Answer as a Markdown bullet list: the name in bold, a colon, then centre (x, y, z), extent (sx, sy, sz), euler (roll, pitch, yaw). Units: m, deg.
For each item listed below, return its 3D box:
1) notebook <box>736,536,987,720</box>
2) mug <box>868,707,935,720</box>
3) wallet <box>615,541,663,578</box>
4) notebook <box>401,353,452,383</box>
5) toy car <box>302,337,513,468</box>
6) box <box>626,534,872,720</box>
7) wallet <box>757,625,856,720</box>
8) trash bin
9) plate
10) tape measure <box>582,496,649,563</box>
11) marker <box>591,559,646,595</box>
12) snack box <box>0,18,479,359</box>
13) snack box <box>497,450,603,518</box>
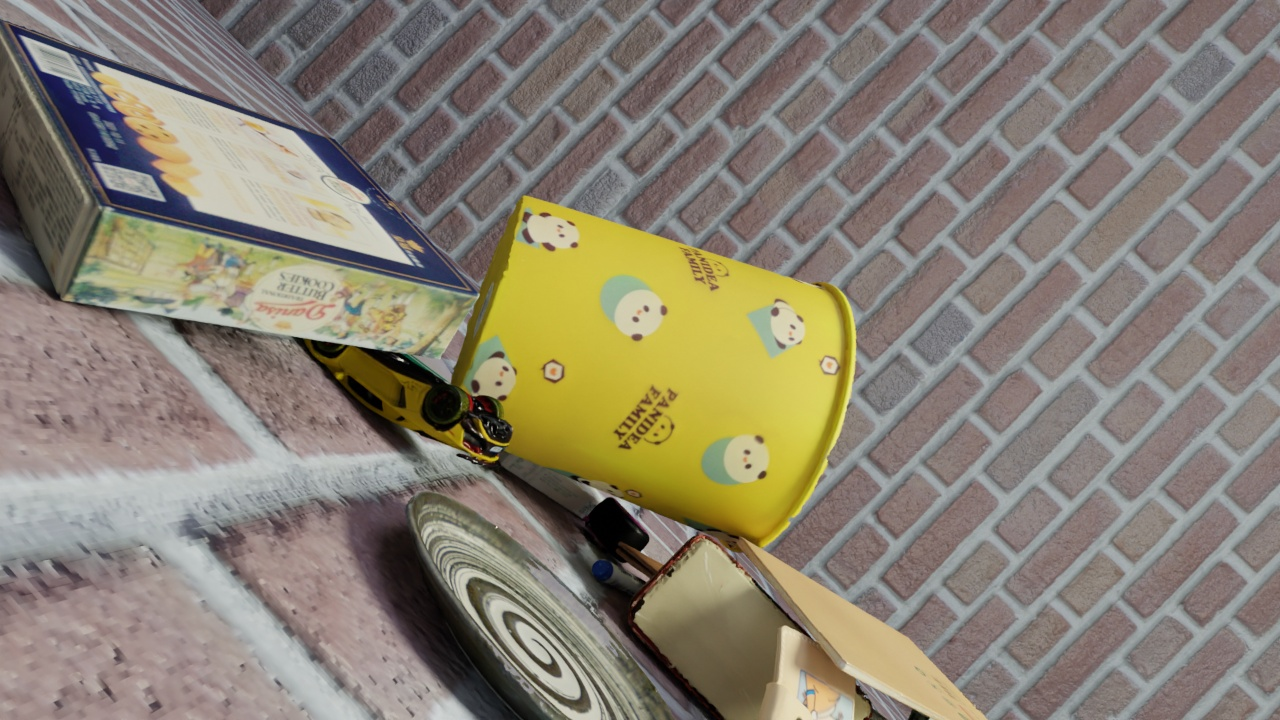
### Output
- **notebook**: centre (0.171, 0.207, 0.657), extent (0.207, 0.008, 0.148), euler (34, 6, -28)
- **mug**: centre (0.177, 0.291, 0.697), extent (0.103, 0.123, 0.084), euler (43, -21, -24)
- **wallet**: centre (0.041, 0.197, 0.768), extent (0.115, 0.020, 0.101), euler (39, -8, -36)
- **notebook**: centre (-0.220, -0.027, 0.774), extent (0.150, 0.012, 0.209), euler (46, -1, 39)
- **toy car**: centre (-0.146, 0.015, 0.563), extent (0.156, 0.041, 0.071), euler (30, -2, 15)
- **box**: centre (0.075, 0.204, 0.637), extent (0.168, 0.091, 0.077), euler (45, -6, 5)
- **wallet**: centre (0.100, 0.227, 0.556), extent (0.024, 0.115, 0.087), euler (-18, -46, 39)
- **trash bin**: centre (-0.004, 0.004, 0.714), extent (0.255, 0.230, 0.229), euler (20, 6, -14)
- **plate**: centre (-0.045, 0.130, 0.414), extent (0.179, 0.024, 0.179), euler (44, -2, 2)
- **tape measure**: centre (-0.022, 0.151, 0.811), extent (0.057, 0.039, 0.058), euler (45, -6, 19)
- **marker**: centre (-0.003, 0.184, 0.742), extent (0.017, 0.017, 0.146), euler (44, -1, 34)
- **snack box**: centre (-0.196, -0.077, 0.440), extent (0.182, 0.046, 0.178), euler (12, 26, -51)
- **snack box**: centre (-0.091, 0.086, 0.824), extent (0.084, 0.027, 0.157), euler (52, 2, 38)
